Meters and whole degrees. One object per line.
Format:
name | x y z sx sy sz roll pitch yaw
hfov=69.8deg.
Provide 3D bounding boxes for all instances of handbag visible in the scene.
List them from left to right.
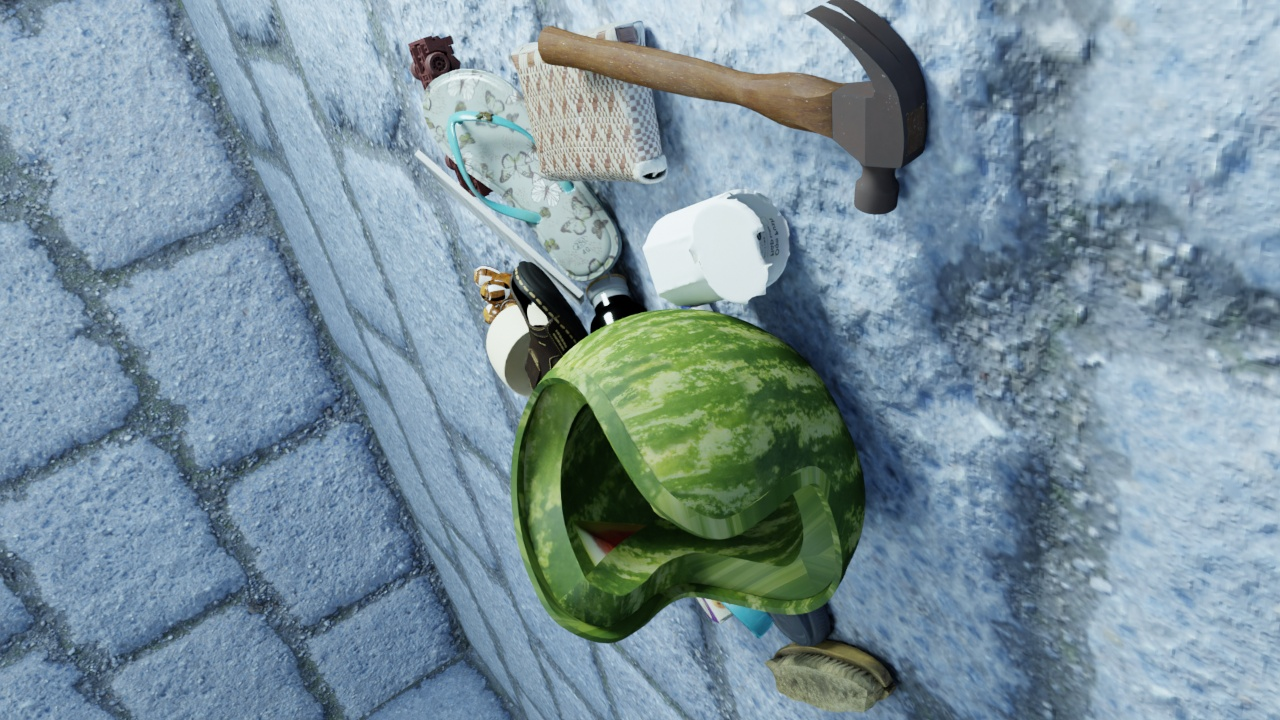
handbag | -0.042 -0.212 0.773 0.186 0.046 0.124 18 126 55

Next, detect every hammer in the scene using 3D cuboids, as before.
hammer | 0.040 -0.187 0.604 0.323 0.033 0.115 27 141 40

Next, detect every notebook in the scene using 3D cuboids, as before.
notebook | -0.141 -0.132 0.958 0.210 0.009 0.142 41 178 -3

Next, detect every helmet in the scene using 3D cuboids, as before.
helmet | 0.041 0.075 0.687 0.214 0.246 0.243 -54 45 40

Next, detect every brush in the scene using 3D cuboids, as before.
brush | 0.180 0.311 0.905 0.059 0.043 0.196 62 155 0

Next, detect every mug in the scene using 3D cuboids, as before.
mug | -0.132 -0.028 1.111 0.100 0.096 0.120 45 113 53

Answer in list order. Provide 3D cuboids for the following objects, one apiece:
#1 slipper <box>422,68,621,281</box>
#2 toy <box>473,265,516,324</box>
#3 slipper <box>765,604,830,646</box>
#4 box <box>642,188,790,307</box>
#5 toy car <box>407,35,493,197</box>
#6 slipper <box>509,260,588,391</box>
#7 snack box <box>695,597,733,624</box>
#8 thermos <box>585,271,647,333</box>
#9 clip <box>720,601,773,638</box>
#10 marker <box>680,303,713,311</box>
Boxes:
slipper | -0.119 -0.189 0.888 0.269 0.098 0.054 46 -162 10
toy | -0.176 -0.063 1.186 0.087 0.067 0.113 -125 32 -54
slipper | 0.096 0.172 0.878 0.111 0.083 0.268 9 125 64
box | 0.062 -0.079 0.655 0.166 0.092 0.083 -8 97 63
toy car | -0.189 -0.265 0.988 0.070 0.061 0.170 19 132 57
slipper | -0.086 0.001 0.950 0.113 0.075 0.268 53 170 38
snack box | 0.057 0.211 1.002 0.143 0.040 0.148 57 173 11
thermos | -0.005 0.005 0.876 0.061 0.061 0.231 107 147 -59
clip | 0.074 0.211 0.865 0.127 0.028 0.114 42 176 10
marker | 0.066 -0.015 0.799 0.133 0.023 0.027 61 159 0
